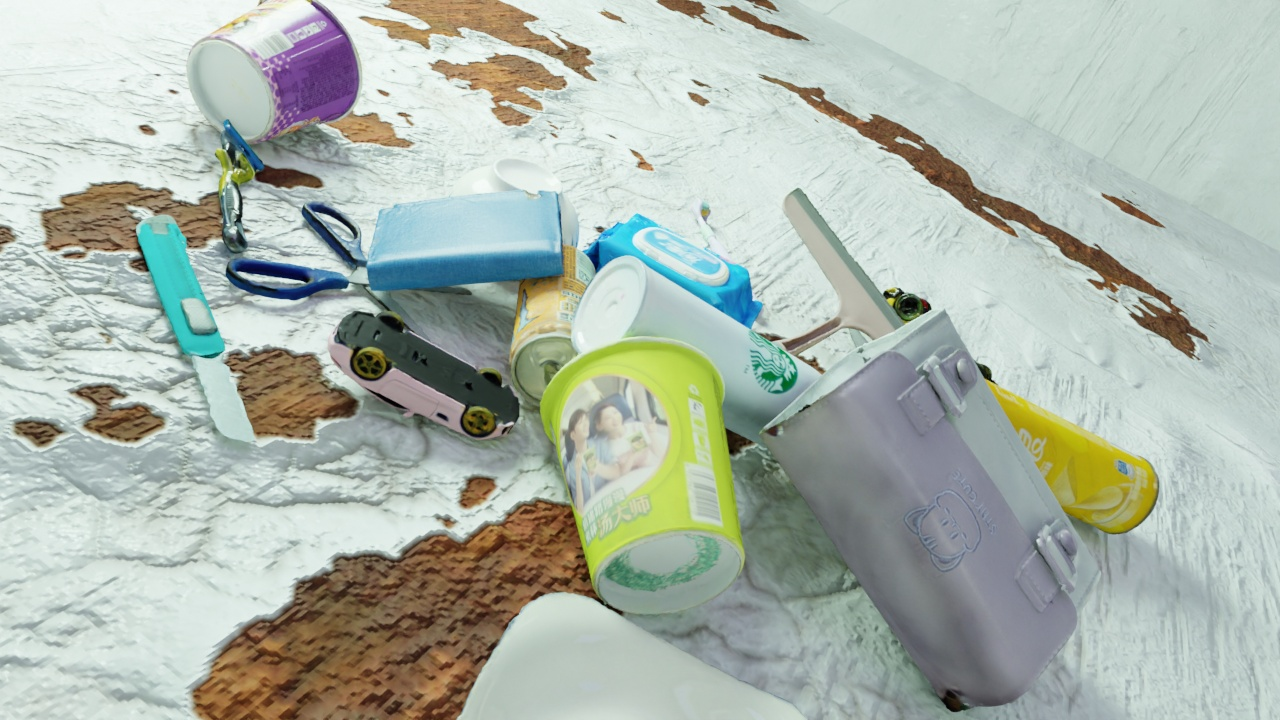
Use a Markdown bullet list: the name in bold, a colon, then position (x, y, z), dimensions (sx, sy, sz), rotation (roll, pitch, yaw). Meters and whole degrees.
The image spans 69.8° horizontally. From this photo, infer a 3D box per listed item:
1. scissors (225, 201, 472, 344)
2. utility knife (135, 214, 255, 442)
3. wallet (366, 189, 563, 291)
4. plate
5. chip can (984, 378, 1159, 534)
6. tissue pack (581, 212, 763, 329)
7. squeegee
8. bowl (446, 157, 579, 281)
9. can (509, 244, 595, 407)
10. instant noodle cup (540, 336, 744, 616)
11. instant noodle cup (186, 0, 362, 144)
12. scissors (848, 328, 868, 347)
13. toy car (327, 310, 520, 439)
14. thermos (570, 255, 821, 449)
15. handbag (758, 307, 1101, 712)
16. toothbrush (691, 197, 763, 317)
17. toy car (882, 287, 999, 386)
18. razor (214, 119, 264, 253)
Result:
- **scissors**: position (-0.200, -0.063, 0.642), dimensions (0.172, 0.012, 0.162), rotation (4, 38, -35)
- **utility knife**: position (-0.263, -0.027, 0.540), dimensions (0.029, 0.013, 0.223), rotation (-4, 42, -39)
- **wallet**: position (-0.121, -0.085, 0.650), dimensions (0.133, 0.040, 0.106), rotation (-5, 34, -4)
- **plate**: position (-0.004, 0.186, 0.383), dimensions (0.164, 0.034, 0.163), rotation (27, 31, 3)
- **chip can**: position (0.301, 0.067, 0.720), dimensions (0.213, 0.072, 0.072), rotation (23, 30, -16)
- **tissue pack**: position (0.031, -0.069, 0.775), dimensions (0.157, 0.052, 0.094), rotation (30, 31, 7)
- **squeegee**: position (0.114, -0.011, 0.730), dimensions (0.248, 0.040, 0.247), rotation (-23, 74, -39)
- **bowl**: position (-0.101, -0.123, 0.749), dimensions (0.116, 0.066, 0.116), rotation (18, 32, -12)
- **can**: position (-0.058, -0.028, 0.634), dimensions (0.058, 0.058, 0.145), rotation (17, 27, -13)
- **instant noodle cup**: position (0.005, 0.069, 0.507), dimensions (0.111, 0.112, 0.123), rotation (11, 42, -22)
- **instant noodle cup**: position (-0.300, -0.230, 0.742), dimensions (0.111, 0.112, 0.099), rotation (28, 41, 5)
- **scissors**: position (0.216, 0.030, 0.797), dimensions (0.188, 0.015, 0.227), rotation (0, 38, -36)
- **toy car**: position (-0.131, 0.012, 0.555), dimensions (0.122, 0.037, 0.056), rotation (30, 26, -17)
- **thermos**: position (0.063, 0.010, 0.599), dimensions (0.224, 0.073, 0.073), rotation (28, 25, -34)
- **handbag**: position (0.177, 0.084, 0.546), dimensions (0.144, 0.099, 0.197), rotation (-32, 90, -42)
- **toothbrush**: position (0.084, -0.101, 0.896), dimensions (0.021, 0.029, 0.189), rotation (-22, 43, 1)
- **toy car**: position (0.283, -0.011, 0.866), dimensions (0.156, 0.041, 0.071), rotation (50, 19, 17)
- **razor**: position (-0.290, -0.118, 0.654), dimensions (0.043, 0.022, 0.142), rotation (58, 6, -46)
